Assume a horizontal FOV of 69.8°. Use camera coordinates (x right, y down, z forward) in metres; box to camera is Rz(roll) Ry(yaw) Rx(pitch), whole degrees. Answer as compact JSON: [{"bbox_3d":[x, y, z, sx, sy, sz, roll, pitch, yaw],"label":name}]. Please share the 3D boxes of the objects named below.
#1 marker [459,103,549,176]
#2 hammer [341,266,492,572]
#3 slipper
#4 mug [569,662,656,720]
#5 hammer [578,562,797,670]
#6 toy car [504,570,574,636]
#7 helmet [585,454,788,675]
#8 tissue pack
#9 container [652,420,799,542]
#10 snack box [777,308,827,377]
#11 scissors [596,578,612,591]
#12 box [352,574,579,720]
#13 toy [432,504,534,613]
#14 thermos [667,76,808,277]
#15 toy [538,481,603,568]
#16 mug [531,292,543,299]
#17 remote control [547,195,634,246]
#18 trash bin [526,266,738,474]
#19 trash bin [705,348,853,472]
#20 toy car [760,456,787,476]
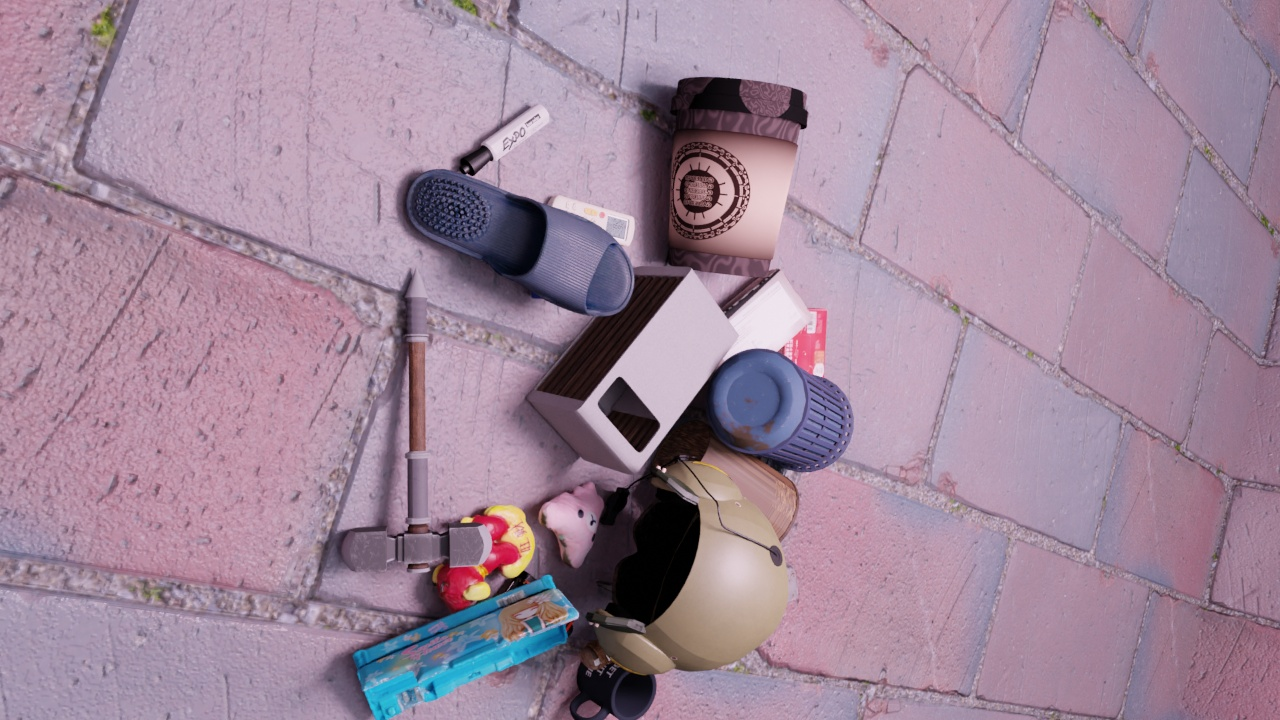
[{"bbox_3d":[-0.154,-0.246,1.030,0.125,0.025,0.025,-44,119,-25],"label":"marker"},{"bbox_3d":[-0.239,0.063,0.981,0.156,0.043,0.322,0,88,-14],"label":"hammer"},{"bbox_3d":[-0.122,-0.129,0.976,0.263,0.082,0.101,24,90,-12],"label":"slipper"},{"bbox_3d":[-0.043,0.420,1.162,0.104,0.078,0.071,-36,116,-29],"label":"mug"},{"bbox_3d":[0.061,0.330,1.214,0.318,0.122,0.049,-17,108,-31],"label":"hammer"},{"bbox_3d":[-0.122,0.300,1.105,0.100,0.049,0.051,49,67,-30],"label":"toy car"},{"bbox_3d":[0.050,0.249,1.084,0.232,0.256,0.250,30,78,-27],"label":"helmet"},{"bbox_3d":[0.147,-0.036,1.268,0.181,0.071,0.104,-41,103,-28],"label":"tissue pack"},{"bbox_3d":[0.108,0.167,1.221,0.167,0.132,0.132,40,71,-27],"label":"container"},{"bbox_3d":[0.238,-0.011,1.359,0.089,0.021,0.133,-2,97,-37],"label":"snack box"},{"bbox_3d":[-0.002,0.327,1.223,0.171,0.014,0.090,6,91,-40],"label":"scissors"},{"bbox_3d":[-0.187,0.301,0.983,0.226,0.173,0.083,-19,68,-18],"label":"box"},{"bbox_3d":[-0.178,0.220,1.048,0.137,0.067,0.105,-45,117,-33],"label":"toy"},{"bbox_3d":[0.112,-0.225,1.153,0.172,0.173,0.226,0,102,-37],"label":"thermos"},{"bbox_3d":[-0.078,0.192,1.126,0.095,0.053,0.099,-48,125,-38],"label":"toy"},{"bbox_3d":[-0.071,-0.109,1.058,0.074,0.112,0.076,-19,111,-72],"label":"mug"},{"bbox_3d":[-0.059,-0.169,1.116,0.125,0.018,0.038,9,90,-38],"label":"remote control"},{"bbox_3d":[-0.007,0.007,1.115,0.228,0.115,0.114,-52,122,-21],"label":"trash bin"},{"bbox_3d":[0.182,0.067,1.191,0.249,0.139,0.139,23,80,-64],"label":"trash bin"},{"bbox_3d":[0.187,0.167,1.335,0.048,0.033,0.105,33,71,-34],"label":"toy car"}]
